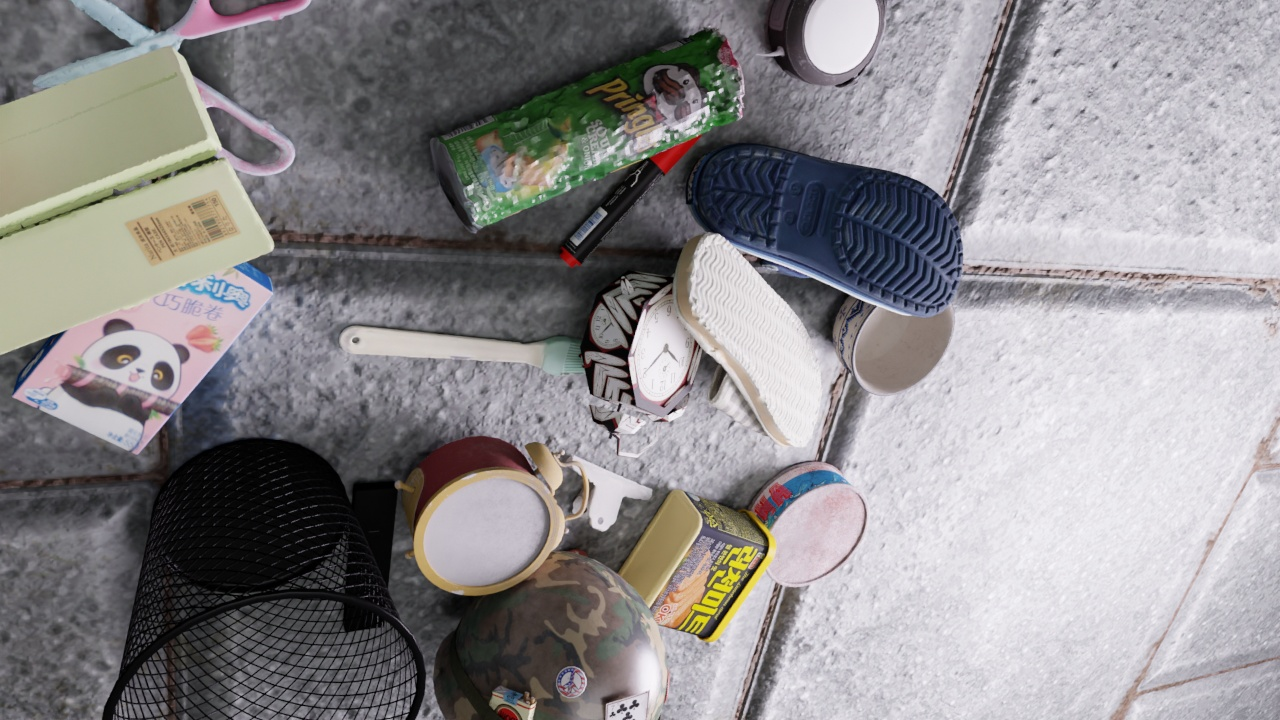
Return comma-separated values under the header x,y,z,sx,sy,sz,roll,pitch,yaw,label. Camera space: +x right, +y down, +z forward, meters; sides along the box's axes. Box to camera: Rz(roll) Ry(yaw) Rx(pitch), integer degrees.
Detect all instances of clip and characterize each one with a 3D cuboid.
x,y,z,sx,sy,sz,roll,pitch,yaw,label
-0.039,0.127,0.854,0.101,0.041,0.054,29,83,-34,clip

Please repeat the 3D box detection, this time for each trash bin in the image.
x,y,z,sx,sy,sz,roll,pitch,yaw,label
-0.265,0.169,0.644,0.183,0.210,0.184,-12,121,-21,trash bin

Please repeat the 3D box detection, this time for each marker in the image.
x,y,z,sx,sy,sz,roll,pitch,yaw,label
-0.010,-0.131,0.722,0.023,0.021,0.145,43,93,-6,marker

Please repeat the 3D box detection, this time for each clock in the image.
x,y,z,sx,sy,sz,roll,pitch,yaw,label
-0.120,0.119,0.768,0.158,0.081,0.117,-10,117,-19,clock
0.151,-0.260,0.715,0.122,0.044,0.091,6,114,-29,clock
-0.004,0.004,0.755,0.114,0.065,0.155,-13,111,-54,clock

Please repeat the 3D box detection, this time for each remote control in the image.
x,y,z,sx,sy,sz,roll,pitch,yaw,label
-0.231,0.169,0.783,0.034,0.013,0.150,-1,118,-27,remote control

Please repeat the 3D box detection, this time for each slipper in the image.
x,y,z,sx,sy,sz,roll,pitch,yaw,label
0.092,-0.011,0.792,0.272,0.054,0.114,48,57,-47,slipper
0.154,-0.116,0.774,0.252,0.095,0.105,18,89,-15,slipper

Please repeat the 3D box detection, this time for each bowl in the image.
x,y,z,sx,sy,sz,roll,pitch,yaw,label
0.233,-0.031,0.873,0.115,0.059,0.116,-12,121,-20,bowl

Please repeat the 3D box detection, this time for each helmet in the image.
x,y,z,sx,sy,sz,roll,pitch,yaw,label
-0.076,0.295,0.802,0.236,0.224,0.192,-54,155,14,helmet

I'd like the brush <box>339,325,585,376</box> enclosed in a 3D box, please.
x,y,z,sx,sy,sz,roll,pitch,yaw,label
-0.130,-0.009,0.738,0.217,0.012,0.033,5,115,-26,brush

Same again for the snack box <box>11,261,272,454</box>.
x,y,z,sx,sy,sz,roll,pitch,yaw,label
-0.332,-0.017,0.618,0.154,0.033,0.088,-48,127,4,snack box

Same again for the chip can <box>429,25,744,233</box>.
x,y,z,sx,sy,sz,roll,pitch,yaw,label
-0.037,-0.165,0.657,0.223,0.075,0.075,-26,125,-11,chip can

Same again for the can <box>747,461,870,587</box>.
x,y,z,sx,sy,sz,roll,pitch,yaw,label
0.175,0.173,0.966,0.129,0.044,0.130,-12,121,-20,can

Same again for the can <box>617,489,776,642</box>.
x,y,z,sx,sy,sz,roll,pitch,yaw,label
0.052,0.202,0.906,0.101,0.072,0.131,24,104,-31,can

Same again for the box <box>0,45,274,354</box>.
x,y,z,sx,sy,sz,roll,pitch,yaw,label
-0.335,-0.091,0.544,0.187,0.048,0.140,-22,110,-8,box

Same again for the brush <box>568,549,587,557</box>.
x,y,z,sx,sy,sz,roll,pitch,yaw,label
-0.058,0.261,0.910,0.041,0.030,0.172,-14,121,-19,brush

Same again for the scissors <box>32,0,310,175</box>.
x,y,z,sx,sy,sz,roll,pitch,yaw,label
-0.277,-0.178,0.569,0.170,0.014,0.168,-23,124,-14,scissors
